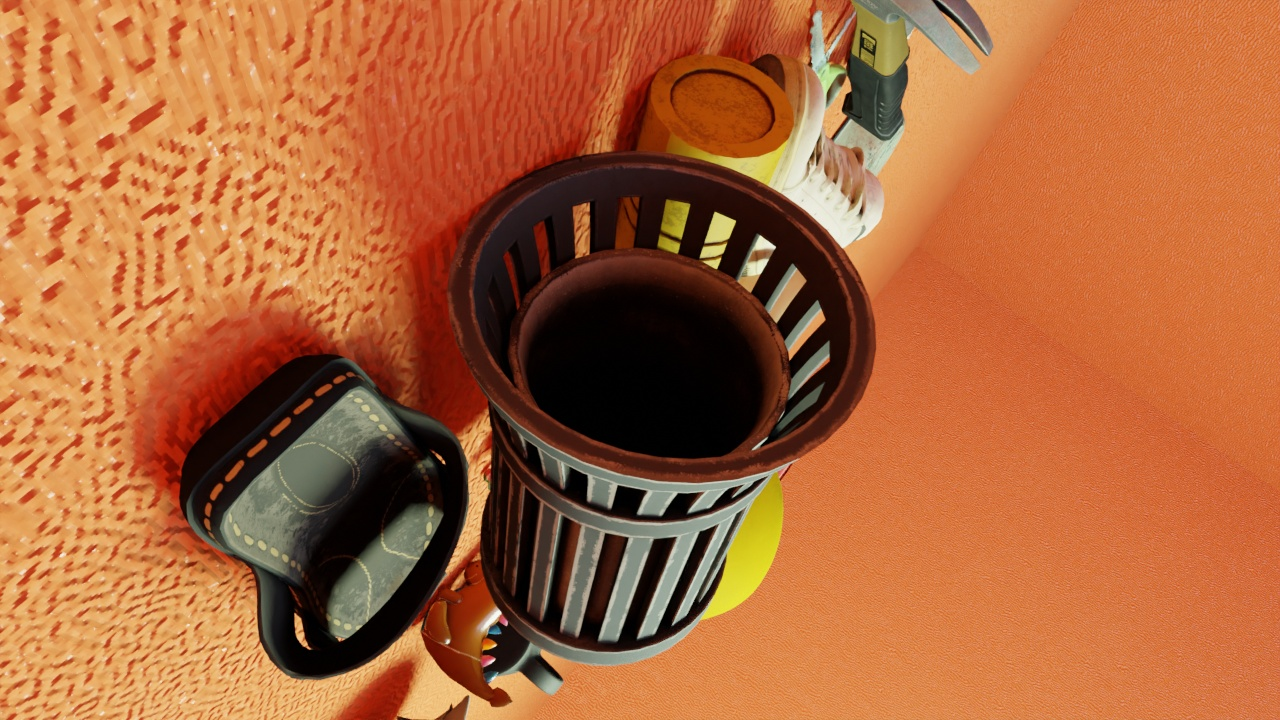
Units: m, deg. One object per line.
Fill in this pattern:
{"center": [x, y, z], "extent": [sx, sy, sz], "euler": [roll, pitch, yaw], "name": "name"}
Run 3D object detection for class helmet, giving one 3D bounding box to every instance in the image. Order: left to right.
{"center": [-0.231, 0.391, 0.797], "extent": [0.183, 0.117, 0.272], "euler": [-87, -165, -52], "name": "helmet"}
{"center": [0.050, 0.128, 0.790], "extent": [0.239, 0.140, 0.209], "euler": [-14, 99, -77], "name": "helmet"}

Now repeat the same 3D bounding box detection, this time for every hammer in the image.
{"center": [0.142, -0.178, 0.546], "extent": [0.025, 0.118, 0.332], "euler": [-53, 170, 11], "name": "hammer"}

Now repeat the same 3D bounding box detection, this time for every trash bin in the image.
{"center": [-0.007, 0.043, 0.443], "extent": [0.163, 0.164, 0.228], "euler": [-44, 161, -33], "name": "trash bin"}

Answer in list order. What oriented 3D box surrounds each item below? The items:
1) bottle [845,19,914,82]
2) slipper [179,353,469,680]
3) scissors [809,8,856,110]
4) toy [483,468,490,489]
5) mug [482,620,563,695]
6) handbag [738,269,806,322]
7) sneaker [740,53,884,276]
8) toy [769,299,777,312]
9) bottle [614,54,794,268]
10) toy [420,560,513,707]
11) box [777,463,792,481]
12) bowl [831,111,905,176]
{"center": [0.181, -0.243, 0.673], "extent": [0.036, 0.036, 0.110], "euler": [-48, 167, -20], "name": "bottle"}
{"center": [-0.118, 0.083, 0.404], "extent": [0.112, 0.076, 0.268], "euler": [-47, 167, -22], "name": "slipper"}
{"center": [0.123, -0.199, 0.640], "extent": [0.174, 0.022, 0.171], "euler": [-49, 166, 7], "name": "scissors"}
{"center": [-0.063, 0.046, 0.589], "extent": [0.084, 0.046, 0.104], "euler": [-17, 147, -32], "name": "toy"}
{"center": [-0.113, 0.246, 0.798], "extent": [0.078, 0.113, 0.088], "euler": [-48, 167, -12], "name": "mug"}
{"center": [0.096, -0.038, 0.860], "extent": [0.119, 0.081, 0.111], "euler": [-45, 173, -37], "name": "handbag"}
{"center": [0.107, -0.108, 0.582], "extent": [0.241, 0.102, 0.089], "euler": [74, 18, -79], "name": "sneaker"}
{"center": [0.063, 0.011, 0.651], "extent": [0.112, 0.071, 0.176], "euler": [-35, 140, -81], "name": "toy"}
{"center": [0.024, -0.075, 0.493], "extent": [0.070, 0.071, 0.164], "euler": [-45, 166, -32], "name": "bottle"}
{"center": [-0.119, 0.213, 0.720], "extent": [0.090, 0.103, 0.071], "euler": [-42, 164, -16], "name": "toy"}
{"center": [0.080, 0.083, 0.954], "extent": [0.153, 0.157, 0.169], "euler": [-47, 168, -33], "name": "box"}
{"center": [0.217, -0.201, 0.926], "extent": [0.157, 0.038, 0.158], "euler": [-49, 168, -15], "name": "bowl"}
